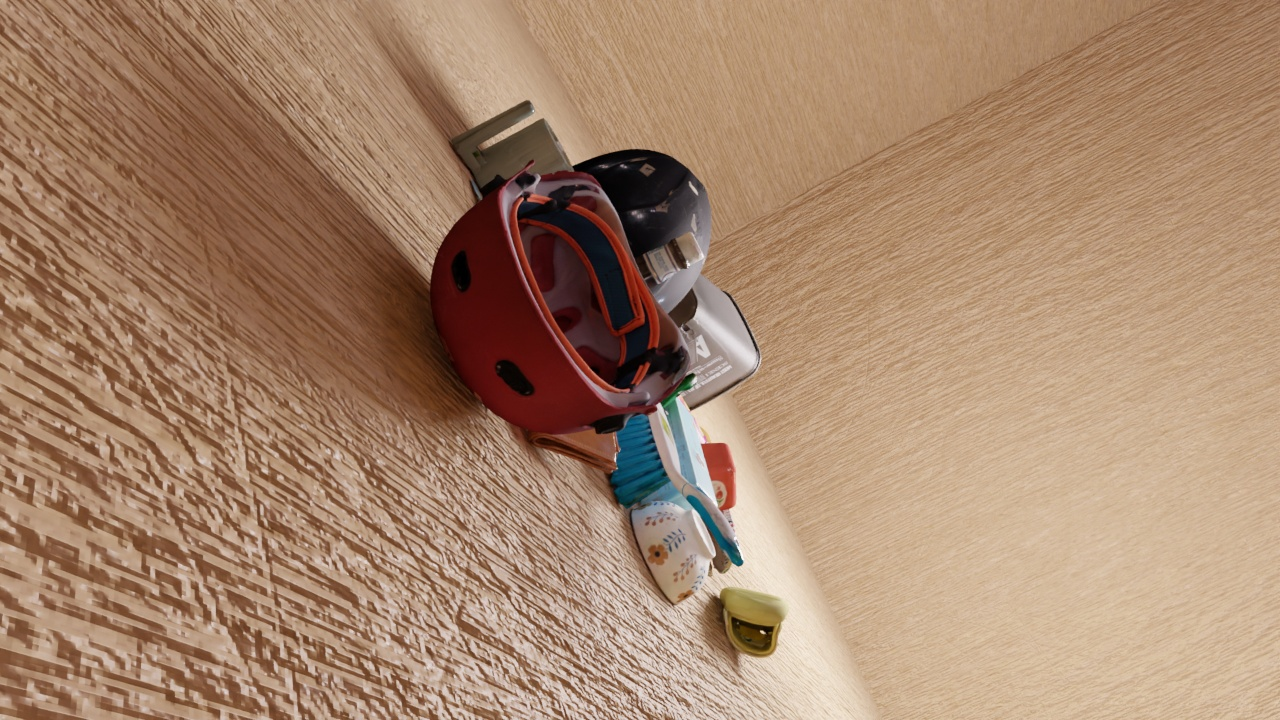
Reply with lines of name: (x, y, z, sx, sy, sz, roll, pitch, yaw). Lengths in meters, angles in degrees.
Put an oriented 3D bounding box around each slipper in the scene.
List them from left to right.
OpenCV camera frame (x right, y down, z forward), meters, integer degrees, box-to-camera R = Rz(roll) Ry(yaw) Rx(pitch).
slipper: (0.138, 0.330, 1.159, 0.190, 0.092, 0.081, 69, 36, -74)

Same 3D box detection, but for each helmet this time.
helmet: (-0.080, -0.031, 0.693, 0.207, 0.144, 0.239, 62, 22, 1)
helmet: (-0.028, -0.157, 1.217, 0.233, 0.231, 0.273, 58, 29, -20)

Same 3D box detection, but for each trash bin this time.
trash bin: (0.058, -0.052, 1.531, 0.219, 0.199, 0.198, 39, 24, -55)

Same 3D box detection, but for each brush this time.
brush: (0.023, 0.124, 0.942, 0.060, 0.109, 0.314, 61, 7, -28)

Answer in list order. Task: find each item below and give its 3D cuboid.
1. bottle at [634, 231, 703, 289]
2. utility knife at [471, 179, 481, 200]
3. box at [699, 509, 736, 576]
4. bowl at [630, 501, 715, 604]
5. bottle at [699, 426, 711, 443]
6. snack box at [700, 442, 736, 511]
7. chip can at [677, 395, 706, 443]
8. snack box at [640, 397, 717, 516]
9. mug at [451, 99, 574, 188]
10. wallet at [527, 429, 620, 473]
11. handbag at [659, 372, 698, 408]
bottle: (-0.019, -0.090, 1.077, 0.044, 0.195, 0.080, 64, 8, 12)
utility knife: (-0.156, -0.131, 0.990, 0.029, 0.013, 0.221, 57, 6, -50)
box: (0.098, 0.216, 1.228, 0.163, 0.081, 0.075, -109, -176, -56)
bowl: (0.042, 0.199, 0.990, 0.113, 0.062, 0.113, 61, 9, -17)
bottle: (0.084, 0.152, 1.399, 0.068, 0.068, 0.189, 58, 9, -27)
snack box: (0.081, 0.151, 1.183, 0.082, 0.080, 0.091, -101, -176, -51)
chip can: (0.019, 0.050, 1.318, 0.210, 0.071, 0.071, 60, 8, -24)
snack box: (0.036, 0.123, 1.111, 0.051, 0.074, 0.174, 50, 16, -33)
mug: (-0.148, -0.241, 1.086, 0.124, 0.103, 0.083, 55, 10, -53)
wallet: (-0.058, 0.032, 0.835, 0.119, 0.035, 0.130, 32, 38, -43)
handbag: (-0.007, 0.007, 1.117, 0.131, 0.120, 0.068, 59, 3, -11)
